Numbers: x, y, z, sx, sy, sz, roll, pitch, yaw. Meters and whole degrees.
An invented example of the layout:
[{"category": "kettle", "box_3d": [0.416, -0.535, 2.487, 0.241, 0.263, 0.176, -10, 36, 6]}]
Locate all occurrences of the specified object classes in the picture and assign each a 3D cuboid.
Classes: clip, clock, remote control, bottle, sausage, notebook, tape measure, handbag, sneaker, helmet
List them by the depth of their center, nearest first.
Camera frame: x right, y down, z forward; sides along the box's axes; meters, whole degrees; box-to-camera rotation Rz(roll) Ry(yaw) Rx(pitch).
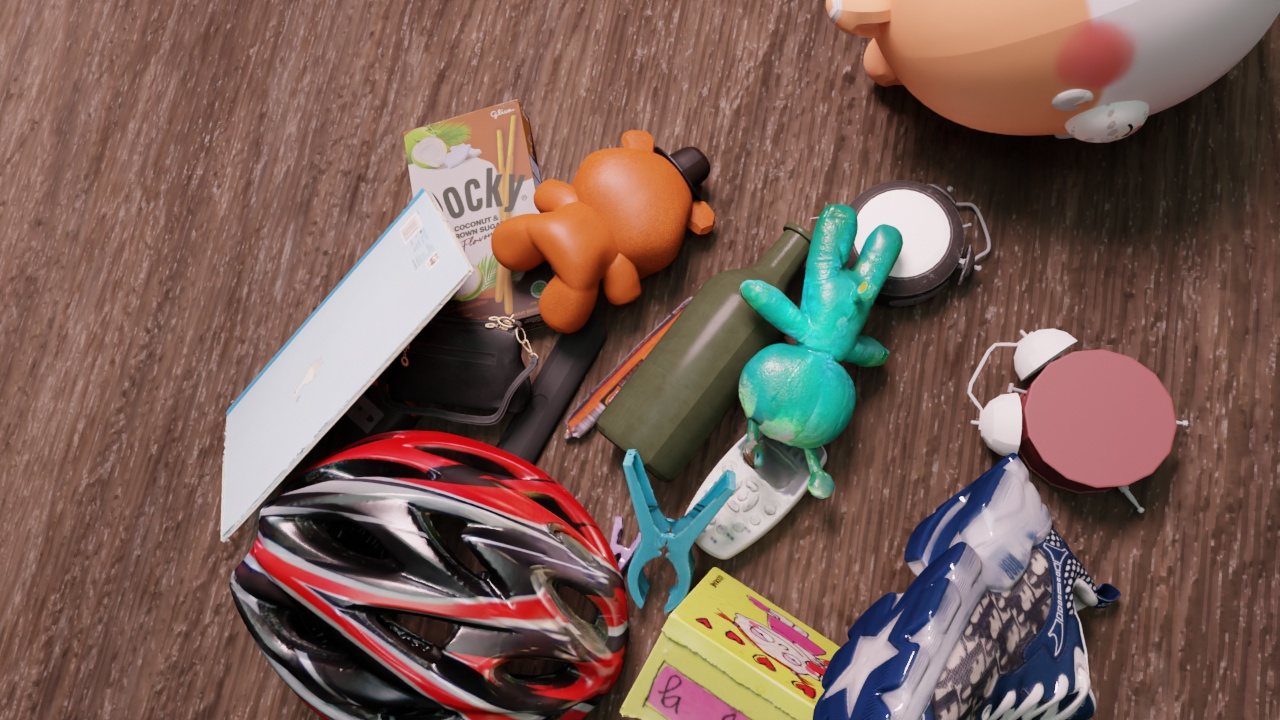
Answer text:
[{"category": "sneaker", "box_3d": [0.204, 0.169, 0.527, 0.132, 0.268, 0.103, 45, 132, 9]}, {"category": "clock", "box_3d": [0.294, 0.037, 0.623, 0.137, 0.048, 0.096, 29, 83, 16]}, {"category": "helmet", "box_3d": [-0.138, 0.164, 0.628, 0.272, 0.167, 0.217, 22, 90, 2]}, {"category": "clip", "box_3d": [0.009, 0.120, 0.634, 0.103, 0.027, 0.120, 11, 115, 11]}, {"category": "remote control", "box_3d": [0.081, 0.091, 0.660, 0.114, 0.028, 0.060, -45, 73, -3]}, {"category": "bottle", "box_3d": [0.056, -0.011, 0.667, 0.071, 0.071, 0.206, 37, 86, 16]}, {"category": "clock", "box_3d": [0.195, -0.089, 0.674, 0.123, 0.044, 0.091, -16, 74, 7]}, {"category": "clip", "box_3d": [-0.009, 0.139, 0.674, 0.045, 0.014, 0.051, -6, 72, 6]}, {"category": "notebook", "box_3d": [-0.226, -0.008, 0.677, 0.253, 0.009, 0.181, -46, 34, 6]}, {"category": "handbag", "box_3d": [-0.137, -0.001, 0.685, 0.128, 0.054, 0.079, 7, 120, 11]}, {"category": "sausage", "box_3d": [-0.004, 0.004, 0.702, 0.155, 0.020, 0.020, -45, 73, -2]}, {"category": "remote control", "box_3d": [-0.074, 0.031, 0.710, 0.033, 0.015, 0.146, 28, 83, 16]}, {"category": "tape measure", "box_3d": [-0.212, 0.041, 0.722, 0.059, 0.038, 0.058, 43, 87, 17]}]

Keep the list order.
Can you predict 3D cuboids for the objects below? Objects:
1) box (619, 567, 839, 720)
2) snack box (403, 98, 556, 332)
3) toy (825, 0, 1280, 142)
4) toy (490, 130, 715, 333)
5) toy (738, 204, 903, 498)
[{"category": "box", "box_3d": [0.110, 0.229, 0.568, 0.221, 0.124, 0.080, 28, 99, 17]}, {"category": "snack box", "box_3d": [-0.127, -0.111, 0.746, 0.101, 0.031, 0.185, -14, 74, 7]}, {"category": "toy", "box_3d": [0.270, -0.268, 0.597, 0.281, 0.262, 0.265, -20, 81, 24]}, {"category": "toy", "box_3d": [-0.019, -0.104, 0.690, 0.176, 0.096, 0.112, -36, 87, -4]}, {"category": "toy", "box_3d": [0.123, -0.008, 0.620, 0.130, 0.072, 0.193, 20, 91, -22]}]
